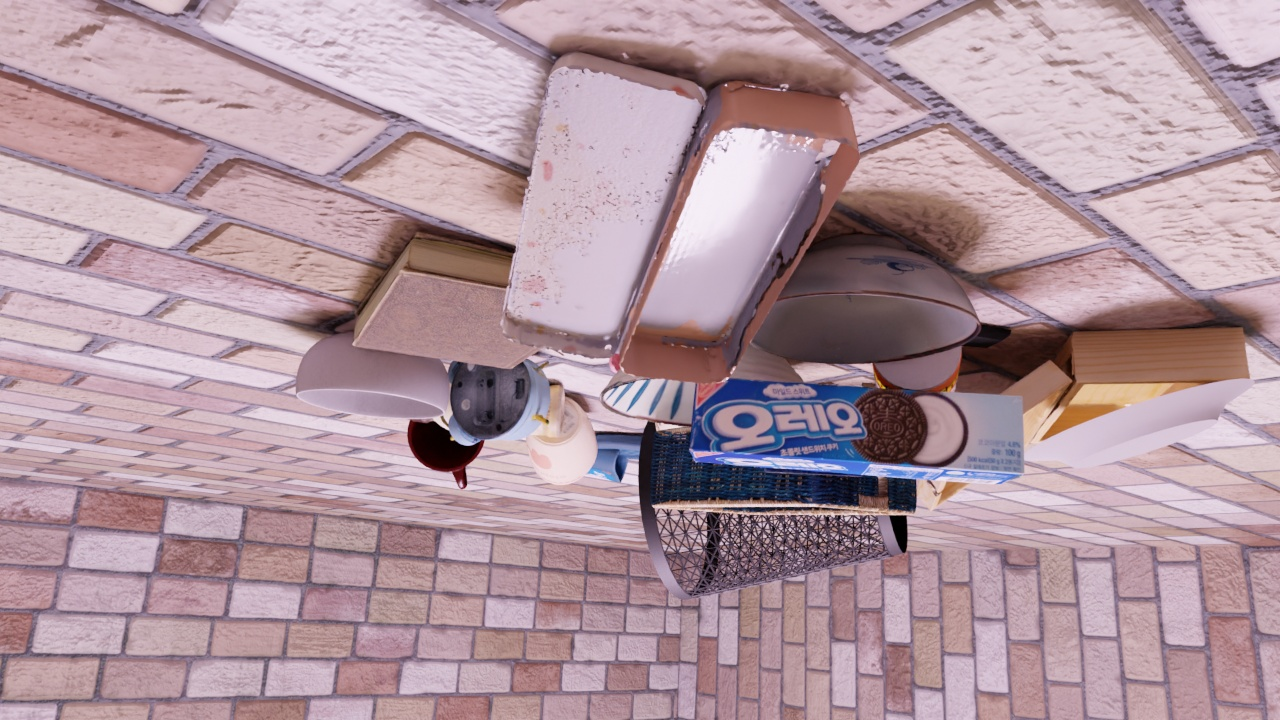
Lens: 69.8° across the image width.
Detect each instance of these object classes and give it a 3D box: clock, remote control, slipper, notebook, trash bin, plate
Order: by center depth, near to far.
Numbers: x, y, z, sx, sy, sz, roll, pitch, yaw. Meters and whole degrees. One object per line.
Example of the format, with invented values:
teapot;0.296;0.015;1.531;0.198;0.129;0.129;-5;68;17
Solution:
notebook;-0.115;-0.034;0.719;0.190;0.034;0.216;10;163;-25
plate;0.393;0.058;0.724;0.172;0.019;0.173;-13;159;-5
remote control;0.232;-0.024;0.731;0.124;0.010;0.039;6;164;-10
clock;-0.143;0.034;0.872;0.125;0.088;0.051;-7;168;24
trash bin;0.152;0.141;1.007;0.244;0.216;0.217;-11;161;22
slipper;-0.032;0.135;1.265;0.214;0.059;0.104;-2;162;13

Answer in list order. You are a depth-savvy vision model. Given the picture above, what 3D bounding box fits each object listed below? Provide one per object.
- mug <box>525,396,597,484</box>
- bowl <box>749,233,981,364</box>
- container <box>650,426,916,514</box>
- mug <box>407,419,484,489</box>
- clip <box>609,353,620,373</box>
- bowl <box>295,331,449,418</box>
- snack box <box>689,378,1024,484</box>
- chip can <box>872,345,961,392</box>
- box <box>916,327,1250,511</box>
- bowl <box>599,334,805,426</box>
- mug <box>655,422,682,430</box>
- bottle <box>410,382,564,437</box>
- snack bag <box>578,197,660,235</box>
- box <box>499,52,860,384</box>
mug;-0.107;0.081;1.067;0.111;0.085;0.104;30;159;13
bowl;0.139;-0.043;0.593;0.151;0.056;0.151;3;165;1
container;0.120;0.094;0.790;0.145;0.071;0.188;12;165;-41
mug;-0.220;0.095;1.080;0.087;0.114;0.088;-13;-177;-3
clip;-0.009;0.005;0.864;0.035;0.022;0.057;-8;163;25
bowl;-0.241;0.010;0.839;0.132;0.064;0.132;4;166;1
snack box;0.149;0.050;0.650;0.226;0.059;0.059;3;166;8
chip can;0.223;0.020;0.746;0.062;0.062;0.210;-1;164;16
box;0.373;0.054;0.829;0.261;0.096;0.247;-24;158;7
bowl;0.056;0.005;0.755;0.177;0.070;0.177;3;164;1
mug;0.072;0.036;0.888;0.122;0.081;0.097;-16;157;-3
bottle;-0.165;0.051;0.989;0.162;0.056;0.056;3;165;0
snack bag;0.009;-0.064;0.581;0.077;0.036;0.116;0;165;9
box;0.008;-0.060;0.491;0.148;0.042;0.217;3;148;-13
